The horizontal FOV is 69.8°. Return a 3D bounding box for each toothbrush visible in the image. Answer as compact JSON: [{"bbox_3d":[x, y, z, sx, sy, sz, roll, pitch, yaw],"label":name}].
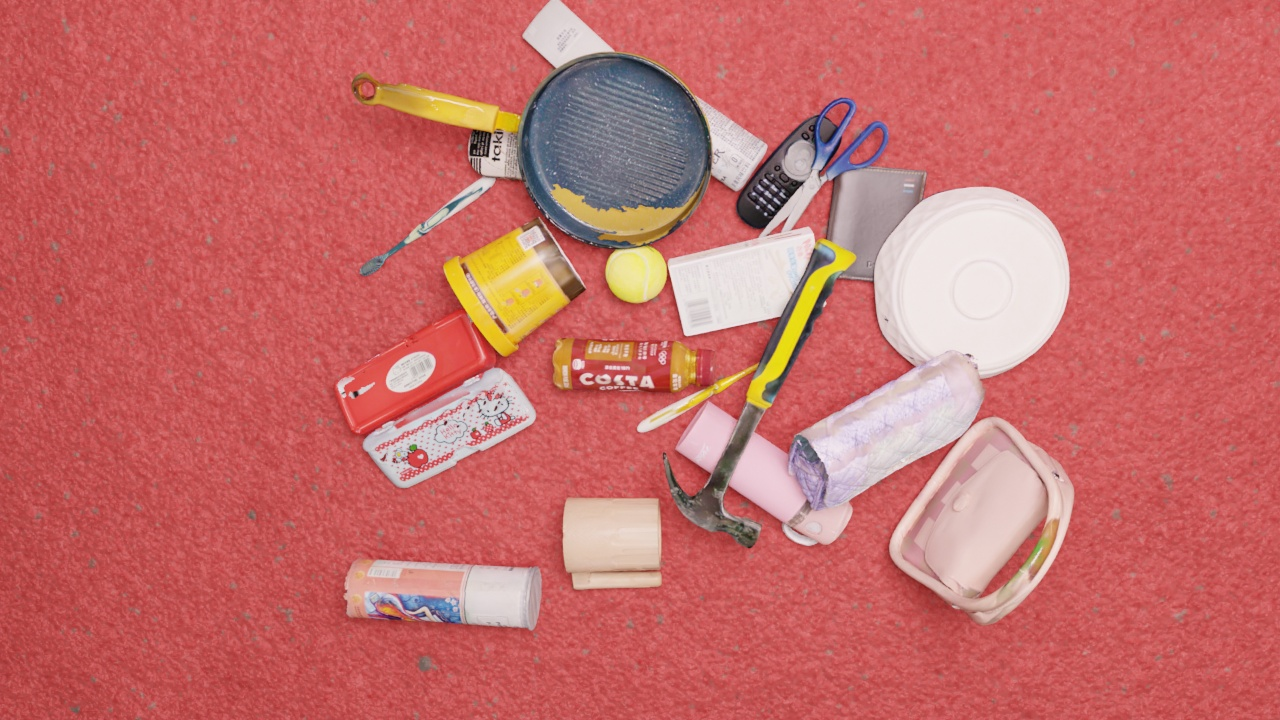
[{"bbox_3d":[-0.239,-0.150,1.023,0.192,0.018,0.016,-34,94,9],"label":"toothbrush"},{"bbox_3d":[0.079,0.034,1.020,0.191,0.018,0.016,-28,93,9],"label":"toothbrush"}]

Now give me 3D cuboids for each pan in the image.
[{"bbox_3d":[-0.103,-0.227,0.913,0.357,0.078,0.198,17,118,0],"label":"pan"}]

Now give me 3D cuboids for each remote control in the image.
[{"bbox_3d":[-0.059,-0.321,0.980,0.135,0.019,0.056,42,100,-2],"label":"remote control"},{"bbox_3d":[0.156,-0.199,0.974,0.053,0.024,0.136,41,103,-4],"label":"remote control"}]

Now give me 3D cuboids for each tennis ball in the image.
[{"bbox_3d":[-0.005,-0.094,0.985,0.065,0.065,0.065,1,98,5],"label":"tennis ball"}]

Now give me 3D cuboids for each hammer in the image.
[{"bbox_3d":[0.127,0.026,0.950,0.126,0.032,0.323,25,94,-1],"label":"hammer"}]

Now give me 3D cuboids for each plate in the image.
[{"bbox_3d":[0.349,-0.077,0.958,0.205,0.045,0.205,0,102,1],"label":"plate"}]

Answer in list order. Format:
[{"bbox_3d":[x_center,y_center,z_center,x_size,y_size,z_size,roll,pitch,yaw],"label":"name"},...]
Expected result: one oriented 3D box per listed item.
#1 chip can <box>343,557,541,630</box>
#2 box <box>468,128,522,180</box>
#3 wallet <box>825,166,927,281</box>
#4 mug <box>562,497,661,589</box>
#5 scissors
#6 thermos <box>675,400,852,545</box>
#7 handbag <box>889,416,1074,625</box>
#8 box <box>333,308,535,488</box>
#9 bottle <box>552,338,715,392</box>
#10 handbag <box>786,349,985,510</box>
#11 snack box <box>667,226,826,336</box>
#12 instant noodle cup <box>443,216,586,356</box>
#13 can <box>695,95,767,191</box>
[{"bbox_3d":[-0.226,0.267,1.057,0.215,0.071,0.071,2,98,6],"label":"chip can"},{"bbox_3d":[-0.105,-0.223,0.985,0.164,0.052,0.068,3,81,5],"label":"box"},{"bbox_3d":[0.248,-0.145,0.979,0.096,0.020,0.122,6,101,4],"label":"wallet"},{"bbox_3d":[-0.029,0.211,1.033,0.103,0.084,0.125,-2,122,4],"label":"mug"},{"bbox_3d":[0.193,-0.186,0.958,0.133,0.012,0.173,4,113,-4],"label":"scissors"},{"bbox_3d":[0.133,0.131,1.011,0.198,0.067,0.087,34,131,-2],"label":"thermos"},{"bbox_3d":[0.350,0.170,0.905,0.093,0.234,0.193,33,100,-2],"label":"handbag"},{"bbox_3d":[-0.235,0.047,1.029,0.201,0.058,0.161,-27,97,17],"label":"box"},{"bbox_3d":[-0.006,0.006,1.004,0.175,0.057,0.057,1,98,5],"label":"bottle"},{"bbox_3d":[0.247,0.074,0.928,0.193,0.134,0.075,-29,63,-11],"label":"handbag"},{"bbox_3d":[0.114,-0.083,0.984,0.157,0.026,0.085,-12,115,6],"label":"snack box"},{"bbox_3d":[-0.130,-0.084,0.977,0.114,0.118,0.118,-33,94,2],"label":"instant noodle cup"},{"bbox_3d":[0.059,-0.241,0.961,0.147,0.058,0.058,34,100,-1],"label":"can"}]
